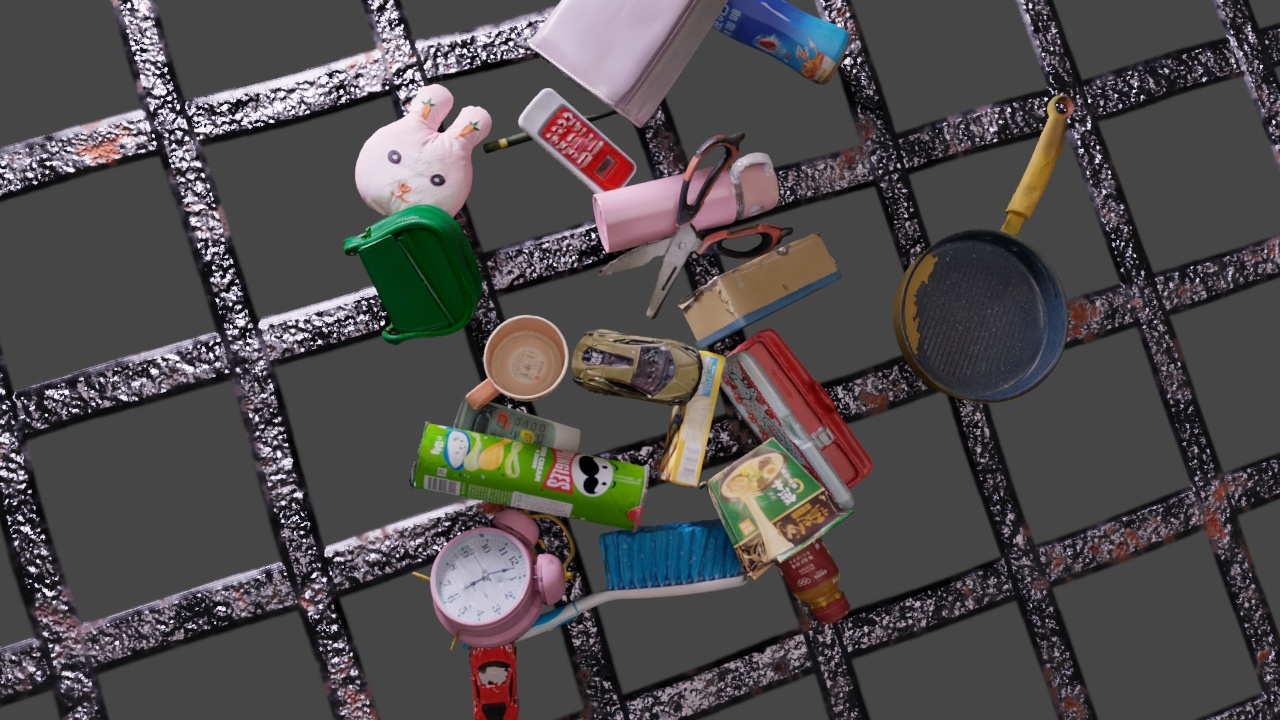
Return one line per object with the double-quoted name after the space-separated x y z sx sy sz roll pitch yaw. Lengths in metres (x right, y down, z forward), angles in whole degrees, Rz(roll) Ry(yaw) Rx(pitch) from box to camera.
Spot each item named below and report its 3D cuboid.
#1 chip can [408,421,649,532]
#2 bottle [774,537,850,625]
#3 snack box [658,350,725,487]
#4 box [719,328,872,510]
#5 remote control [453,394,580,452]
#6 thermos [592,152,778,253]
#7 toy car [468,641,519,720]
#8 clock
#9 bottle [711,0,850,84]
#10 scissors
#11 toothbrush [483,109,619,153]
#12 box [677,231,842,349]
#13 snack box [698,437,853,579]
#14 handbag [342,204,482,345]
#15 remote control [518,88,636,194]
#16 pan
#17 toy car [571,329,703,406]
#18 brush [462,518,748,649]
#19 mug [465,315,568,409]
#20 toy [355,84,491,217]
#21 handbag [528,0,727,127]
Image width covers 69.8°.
-0.112 0.120 0.941 0.236 0.072 0.072 11 84 -4 "chip can"
0.167 0.200 0.991 0.057 0.057 0.175 -30 89 -8 "bottle"
0.053 0.063 0.975 0.033 0.087 0.140 16 84 -5 "snack box"
0.171 0.063 0.982 0.095 0.102 0.201 -36 90 -7 "box"
-0.133 0.082 0.986 0.135 0.019 0.056 18 83 -5 "remote control"
0.051 -0.176 0.997 0.198 0.087 0.067 -14 66 -6 "thermos"
-0.151 0.332 0.946 0.049 0.031 0.106 -2 104 -8 "toy car"
-0.140 0.216 0.934 0.158 0.060 0.117 -30 62 -14 "clock"
0.128 -0.389 1.033 0.218 0.065 0.065 28 82 -4 "bottle"
0.058 -0.140 0.977 0.222 0.015 0.189 -16 125 -7 "scissors"
-0.087 -0.265 1.026 0.185 0.012 0.017 -19 82 -8 "toothbrush"
0.122 -0.072 0.967 0.183 0.090 0.061 -28 89 -31 "box"
0.128 0.141 0.912 0.117 0.118 0.105 -33 79 -5 "snack box"
-0.233 -0.089 0.953 0.120 0.068 0.131 -16 112 8 "handbag"
-0.069 -0.237 1.012 0.136 0.020 0.056 41 88 -9 "remote control"
0.413 -0.126 1.037 0.197 0.078 0.357 20 83 -5 "pan"
-0.006 0.006 0.962 0.158 0.042 0.070 8 82 35 "toy car"
-0.035 0.235 0.971 0.314 0.060 0.109 -5 89 -4 "brush"
-0.130 0.011 0.949 0.114 0.106 0.081 -39 90 -8 "mug"
-0.231 -0.221 0.986 0.121 0.054 0.159 26 78 -5 "toy"
-0.005 -0.370 0.974 0.145 0.098 0.197 39 102 14 "handbag"
